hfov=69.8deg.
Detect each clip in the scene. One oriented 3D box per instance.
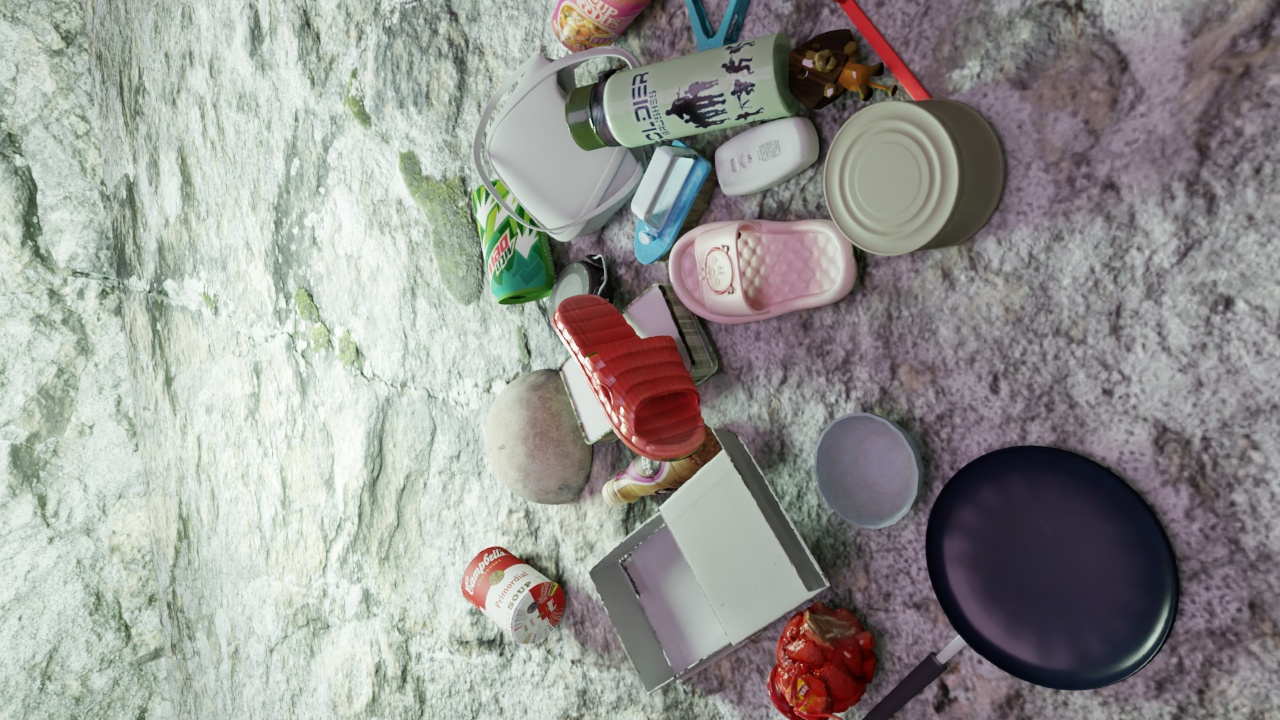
[{"bbox_3d":[0.084,-0.316,0.927,0.102,0.027,0.119,13,104,46],"label":"clip"}]

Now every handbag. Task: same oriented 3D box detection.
[{"bbox_3d":[-0.080,-0.263,1.025,0.216,0.095,0.223,49,128,6],"label":"handbag"}]

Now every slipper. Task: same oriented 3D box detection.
[{"bbox_3d":[0.114,-0.089,0.905,0.222,0.055,0.107,0,97,44],"label":"slipper"},{"bbox_3d":[-0.009,0.001,0.937,0.248,0.103,0.059,54,142,37],"label":"slipper"}]

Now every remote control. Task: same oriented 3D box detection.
[{"bbox_3d":[0.122,-0.201,0.899,0.115,0.028,0.060,-16,84,45],"label":"remote control"}]

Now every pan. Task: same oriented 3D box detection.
[{"bbox_3d":[0.294,0.225,0.790,0.198,0.021,0.357,50,126,28],"label":"pan"}]

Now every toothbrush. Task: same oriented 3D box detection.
[{"bbox_3d":[0.217,-0.265,0.805,0.012,0.017,0.212,-46,64,38],"label":"toothbrush"}]

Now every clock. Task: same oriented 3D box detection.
[{"bbox_3d":[-0.064,-0.073,1.081,0.123,0.043,0.091,-37,50,39],"label":"clock"}]

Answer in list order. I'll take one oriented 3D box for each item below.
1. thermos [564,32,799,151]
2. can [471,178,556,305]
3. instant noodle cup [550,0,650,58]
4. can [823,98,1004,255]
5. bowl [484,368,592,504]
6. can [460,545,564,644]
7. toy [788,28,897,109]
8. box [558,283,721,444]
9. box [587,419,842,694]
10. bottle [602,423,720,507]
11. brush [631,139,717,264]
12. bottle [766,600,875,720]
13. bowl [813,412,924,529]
[{"bbox_3d":[0.034,-0.261,0.902,0.232,0.082,0.082,-4,93,29],"label":"thermos"},{"bbox_3d":[-0.156,-0.148,1.143,0.083,0.082,0.144,-17,83,44],"label":"can"},{"bbox_3d":[-0.044,-0.393,1.000,0.109,0.097,0.097,-41,66,47],"label":"instant noodle cup"},{"bbox_3d":[0.225,-0.153,0.764,0.128,0.073,0.128,15,112,44],"label":"can"},{"bbox_3d":[-0.147,0.103,1.172,0.179,0.081,0.178,8,102,46],"label":"bowl"},{"bbox_3d":[-0.169,0.309,1.214,0.116,0.086,0.087,22,110,41],"label":"can"},{"bbox_3d":[0.180,-0.255,0.816,0.100,0.062,0.076,29,96,33],"label":"toy"},{"bbox_3d":[-0.006,0.006,1.041,0.206,0.050,0.117,-39,65,40],"label":"box"},{"bbox_3d":[0.074,0.214,0.954,0.166,0.098,0.370,60,137,20],"label":"box"},{"bbox_3d":[0.017,0.123,1.025,0.167,0.059,0.059,-36,70,42],"label":"bottle"},{"bbox_3d":[0.024,-0.161,0.969,0.055,0.075,0.136,46,124,31],"label":"brush"},{"bbox_3d":[0.171,0.292,0.871,0.099,0.098,0.111,45,129,31],"label":"bottle"},{"bbox_3d":[0.214,0.098,0.840,0.106,0.039,0.106,7,100,44],"label":"bowl"}]
